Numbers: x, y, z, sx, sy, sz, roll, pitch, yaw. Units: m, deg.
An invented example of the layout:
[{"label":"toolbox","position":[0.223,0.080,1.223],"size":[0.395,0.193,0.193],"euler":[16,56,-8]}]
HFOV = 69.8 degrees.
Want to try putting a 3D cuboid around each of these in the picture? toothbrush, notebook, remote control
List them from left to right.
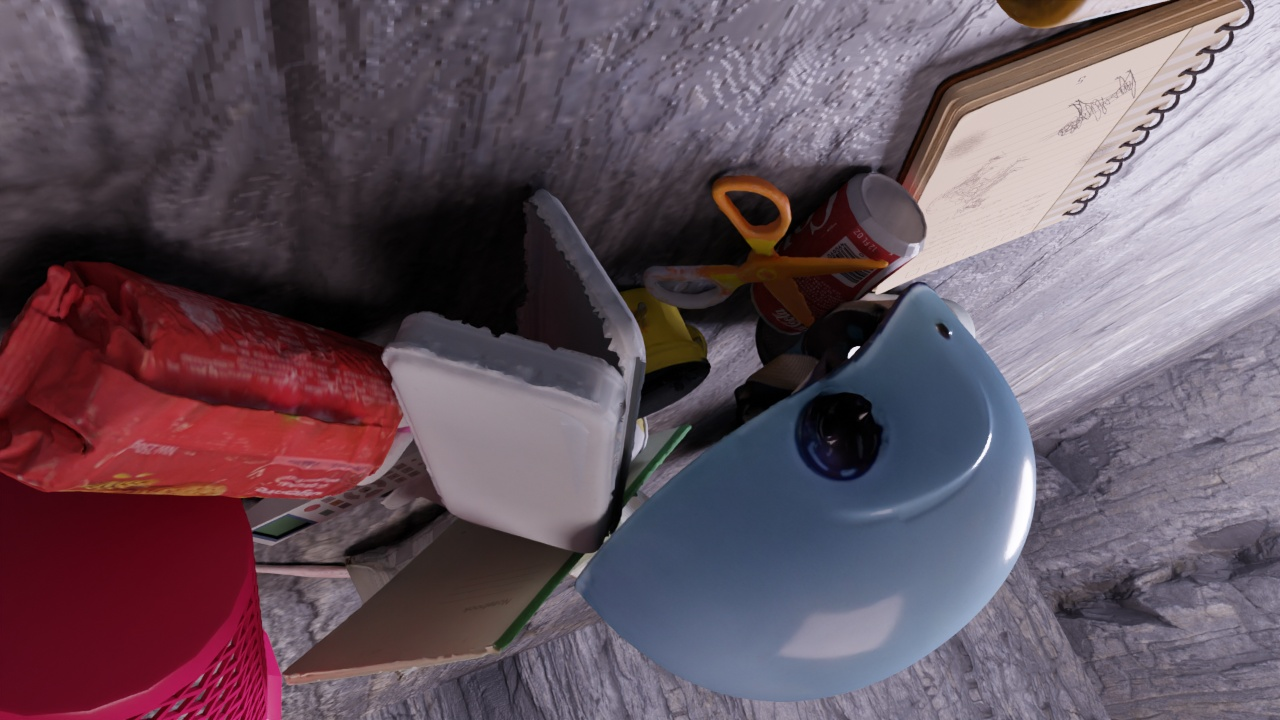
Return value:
[{"label":"toothbrush","position":[-0.280,0.175,0.748],"size":[0.016,0.018,0.181],"euler":[-25,163,7]},{"label":"remote control","position":[-0.176,0.070,0.565],"size":[0.143,0.024,0.049],"euler":[-25,162,-2]},{"label":"notebook","position":[-0.088,0.118,0.599],"size":[0.182,0.010,0.251],"euler":[-18,-166,32]},{"label":"notebook","position":[0.225,-0.116,0.535],"size":[0.167,0.024,0.226],"euler":[-21,162,-4]}]

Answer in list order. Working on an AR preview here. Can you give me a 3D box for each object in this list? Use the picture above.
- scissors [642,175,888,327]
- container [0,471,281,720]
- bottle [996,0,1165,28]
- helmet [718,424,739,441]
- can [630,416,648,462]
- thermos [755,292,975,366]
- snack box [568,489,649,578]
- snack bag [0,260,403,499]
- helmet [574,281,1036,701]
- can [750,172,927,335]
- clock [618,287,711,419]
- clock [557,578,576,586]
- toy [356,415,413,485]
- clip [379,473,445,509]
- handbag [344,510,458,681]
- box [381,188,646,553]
[{"label":"scissors","position":[0.058,-0.047,0.471],"size":[0.129,0.011,0.125],"euler":[-17,140,28]},{"label":"container","position":[-0.264,0.141,0.446],"size":[0.182,0.183,0.226],"euler":[-12,151,-33]},{"label":"bottle","position":[0.216,-0.165,0.334],"size":[0.186,0.053,0.053],"euler":[-18,161,-17]},{"label":"helmet","position":[0.169,0.153,0.889],"size":[0.243,0.246,0.214],"euler":[13,129,-5]},{"label":"can","position":[-0.050,0.055,0.590],"size":[0.127,0.064,0.064],"euler":[-24,167,-41]},{"label":"thermos","position":[0.175,-0.018,0.684],"size":[0.068,0.068,0.229],"euler":[-37,159,35]},{"label":"snack box","position":[-0.010,0.158,0.790],"size":[0.057,0.104,0.208],"euler":[-35,142,5]},{"label":"snack bag","position":[-0.155,0.015,0.351],"size":[0.082,0.082,0.176],"euler":[-28,162,15]},{"label":"helmet","position":[0.100,0.087,0.496],"size":[0.265,0.167,0.226],"euler":[-28,159,-22]},{"label":"can","position":[0.107,-0.056,0.509],"size":[0.053,0.054,0.097],"euler":[-9,157,-39]},{"label":"clock","position":[-0.003,0.003,0.535],"size":[0.083,0.057,0.118],"euler":[-27,162,9]},{"label":"clock","position":[-0.079,0.178,0.900],"size":[0.159,0.081,0.117],"euler":[-25,162,3]},{"label":"toy","position":[-0.104,0.026,0.507],"size":[0.125,0.037,0.076],"euler":[-18,156,-45]},{"label":"clip","position":[-0.141,0.084,0.659],"size":[0.054,0.038,0.102],"euler":[21,139,-32]},{"label":"handbag","position":[-0.150,0.182,0.786],"size":[0.172,0.112,0.123],"euler":[-29,171,16]},{"label":"box","position":[-0.037,0.012,0.434],"size":[0.107,0.109,0.217],"euler":[19,154,4]}]
